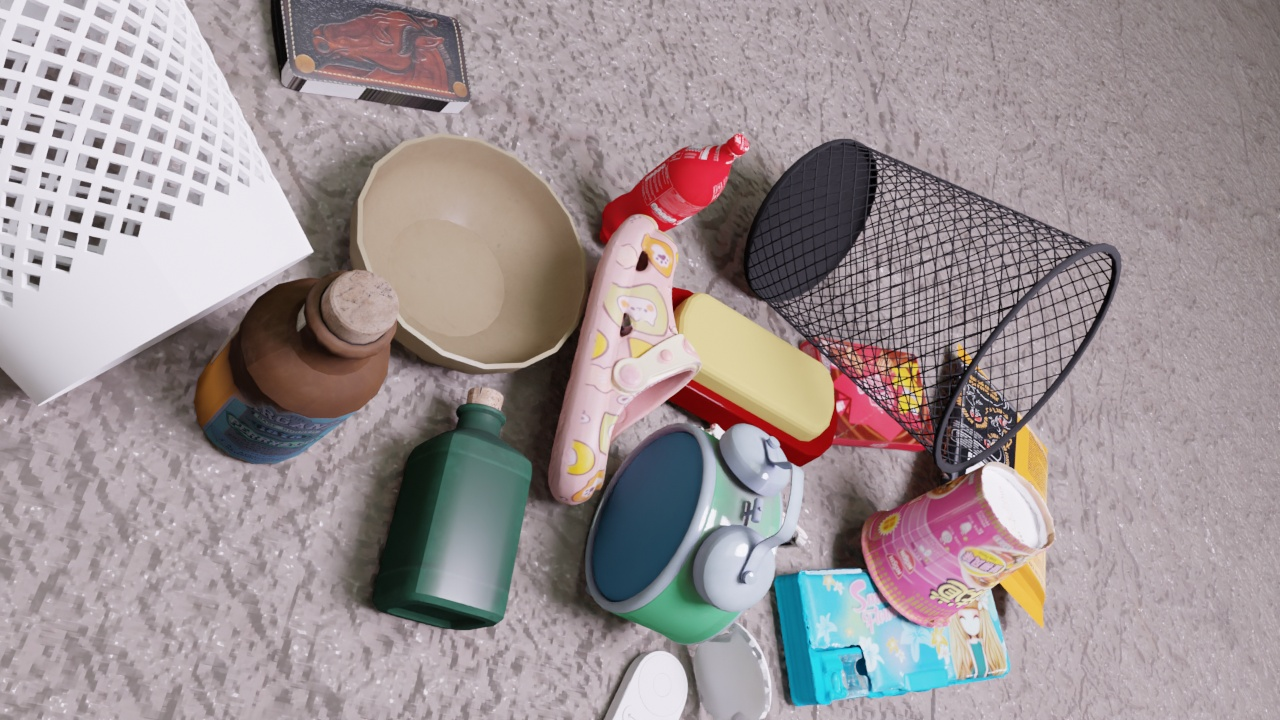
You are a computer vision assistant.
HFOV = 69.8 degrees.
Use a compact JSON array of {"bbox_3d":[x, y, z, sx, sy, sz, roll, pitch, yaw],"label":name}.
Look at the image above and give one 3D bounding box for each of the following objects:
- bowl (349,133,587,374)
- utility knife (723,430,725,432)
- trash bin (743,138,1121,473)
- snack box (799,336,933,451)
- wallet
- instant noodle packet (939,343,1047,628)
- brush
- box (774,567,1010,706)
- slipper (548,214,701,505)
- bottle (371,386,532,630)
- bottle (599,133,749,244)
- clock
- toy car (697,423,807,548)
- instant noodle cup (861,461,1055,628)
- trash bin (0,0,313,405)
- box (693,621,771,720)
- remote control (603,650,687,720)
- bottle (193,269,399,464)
[{"bbox_3d":[-0.110,-0.059,0.566,0.152,0.051,0.152,15,63,-33],"label":"bowl"},{"bbox_3d":[0.096,0.044,0.711,0.125,0.015,0.022,-22,79,-45],"label":"utility knife"},{"bbox_3d":[0.199,-0.055,0.680,0.183,0.184,0.210,-12,42,-41],"label":"trash bin"},{"bbox_3d":[0.196,0.031,0.789,0.132,0.021,0.089,7,67,-36],"label":"snack box"},{"bbox_3d":[-0.173,-0.203,0.596,0.122,0.020,0.072,-2,77,-39],"label":"wallet"},{"bbox_3d":[0.328,0.107,0.840,0.160,0.032,0.220,45,43,-18],"label":"instant noodle packet"},{"bbox_3d":[0.077,0.009,0.675,0.173,0.042,0.082,29,51,-18],"label":"brush"},{"bbox_3d":[0.200,0.207,0.705,0.226,0.041,0.094,8,66,-36],"label":"box"},{"bbox_3d":[-0.004,0.003,0.590,0.081,0.093,0.197,16,69,-3],"label":"slipper"},{"bbox_3d":[-0.099,0.077,0.510,0.061,0.061,0.131,26,58,-31],"label":"bottle"},{"bbox_3d":[0.022,-0.116,0.631,0.042,0.142,0.041,15,63,-33],"label":"bottle"},{"bbox_3d":[0.038,0.099,0.542,0.075,0.162,0.121,30,56,-24],"label":"clock"},{"bbox_3d":[0.074,0.090,0.655,0.113,0.039,0.039,43,63,-16],"label":"toy car"},{"bbox_3d":[0.236,0.130,0.677,0.097,0.109,0.097,22,44,-23],"label":"instant noodle cup"},{"bbox_3d":[-0.256,-0.100,0.392,0.194,0.196,0.199,-42,109,-41],"label":"trash bin"},{"bbox_3d":[0.077,0.254,0.568,0.140,0.084,0.141,37,59,-20],"label":"box"},{"bbox_3d":[-0.009,0.237,0.548,0.043,0.013,0.136,44,51,-16],"label":"remote control"},{"bbox_3d":[-0.158,0.000,0.432,0.067,0.157,0.067,15,63,-33],"label":"bottle"}]
